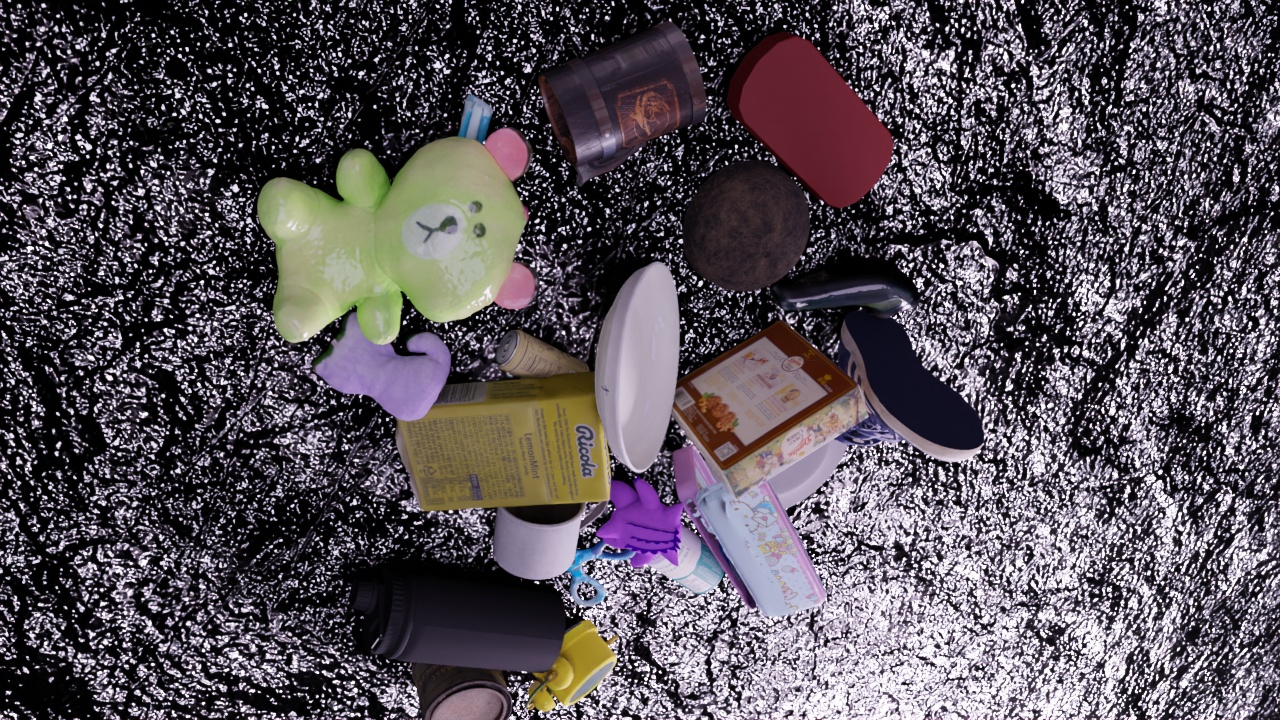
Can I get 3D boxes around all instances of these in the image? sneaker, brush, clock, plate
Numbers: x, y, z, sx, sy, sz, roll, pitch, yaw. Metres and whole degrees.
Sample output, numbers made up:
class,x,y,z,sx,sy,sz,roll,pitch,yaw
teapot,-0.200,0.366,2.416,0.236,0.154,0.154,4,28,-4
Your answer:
class,x,y,z,sx,sy,sz,roll,pitch,yaw
sneaker,0.237,0.061,0.883,0.091,0.232,0.119,1,123,-13
brush,0.146,-0.208,0.801,0.173,0.042,0.082,34,100,-34
clock,-0.079,0.325,0.969,0.118,0.057,0.083,-21,148,-45
plate,0.153,0.097,0.992,0.178,0.012,0.179,-10,121,-18
plate,-0.005,0.005,0.799,0.034,0.181,0.182,5,122,17

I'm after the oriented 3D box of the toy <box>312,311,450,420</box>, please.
class,x,y,z,sx,sy,sz,roll,pitch,yaw
toy,-0.209,0.002,0.758,0.099,0.036,0.080,32,79,-12

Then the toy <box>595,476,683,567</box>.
class,x,y,z,sx,sy,sz,roll,pitch,yaw
toy,0.002,0.166,0.911,0.088,0.055,0.106,9,113,13

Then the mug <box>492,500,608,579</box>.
class,x,y,z,sx,sy,sz,roll,pitch,yaw
mug,-0.085,0.156,0.880,0.113,0.084,0.071,-5,121,-27

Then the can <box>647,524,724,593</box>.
class,x,y,z,sx,sy,sz,roll,pitch,yaw
can,0.042,0.207,0.980,0.055,0.055,0.101,-47,125,6

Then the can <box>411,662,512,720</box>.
class,x,y,z,sx,sy,sz,roll,pitch,yaw
can,-0.184,0.337,0.942,0.089,0.074,0.090,-10,121,-18

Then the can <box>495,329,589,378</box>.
class,x,y,z,sx,sy,sz,roll,pitch,yaw
can,-0.087,0.004,0.820,0.079,0.038,0.038,28,103,-33

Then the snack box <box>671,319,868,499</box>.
class,x,y,z,sx,sy,sz,roll,pitch,yaw
snack box,0.113,0.040,0.863,0.147,0.143,0.041,-31,125,-5

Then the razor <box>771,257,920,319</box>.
class,x,y,z,sx,sy,sz,roll,pitch,yaw
razor,0.201,-0.064,0.905,0.151,0.054,0.067,-9,129,-14

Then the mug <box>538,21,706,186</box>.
class,x,y,z,sx,sy,sz,roll,pitch,yaw
mug,-0.013,-0.195,0.726,0.107,0.080,0.116,-24,150,-9

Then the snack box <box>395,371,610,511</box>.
class,x,y,z,sx,sy,sz,roll,pitch,yaw
snack box,-0.120,0.073,0.815,0.181,0.045,0.121,-5,122,3

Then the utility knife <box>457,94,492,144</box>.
class,x,y,z,sx,sy,sz,roll,pitch,yaw
utility knife,-0.151,-0.128,0.734,0.022,0.015,0.167,20,112,-6

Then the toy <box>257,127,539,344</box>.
class,x,y,z,sx,sy,sz,roll,pitch,yaw
toy,-0.178,-0.089,0.689,0.196,0.107,0.150,-9,99,-20

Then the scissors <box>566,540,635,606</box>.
class,x,y,z,sx,sy,sz,roll,pitch,yaw
scissors,-0.061,0.202,0.960,0.118,0.013,0.140,-41,123,3

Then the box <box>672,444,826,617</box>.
class,x,y,z,sx,sy,sz,roll,pitch,yaw
box,0.117,0.172,0.956,0.091,0.090,0.214,-21,126,13

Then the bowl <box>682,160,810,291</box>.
class,x,y,z,sx,sy,sz,roll,pitch,yaw
bowl,0.105,-0.113,0.827,0.121,0.056,0.121,-10,121,-18

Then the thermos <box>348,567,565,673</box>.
class,x,y,z,sx,sy,sz,roll,pitch,yaw
thermos,-0.180,0.250,0.888,0.198,0.086,0.086,17,109,-30
